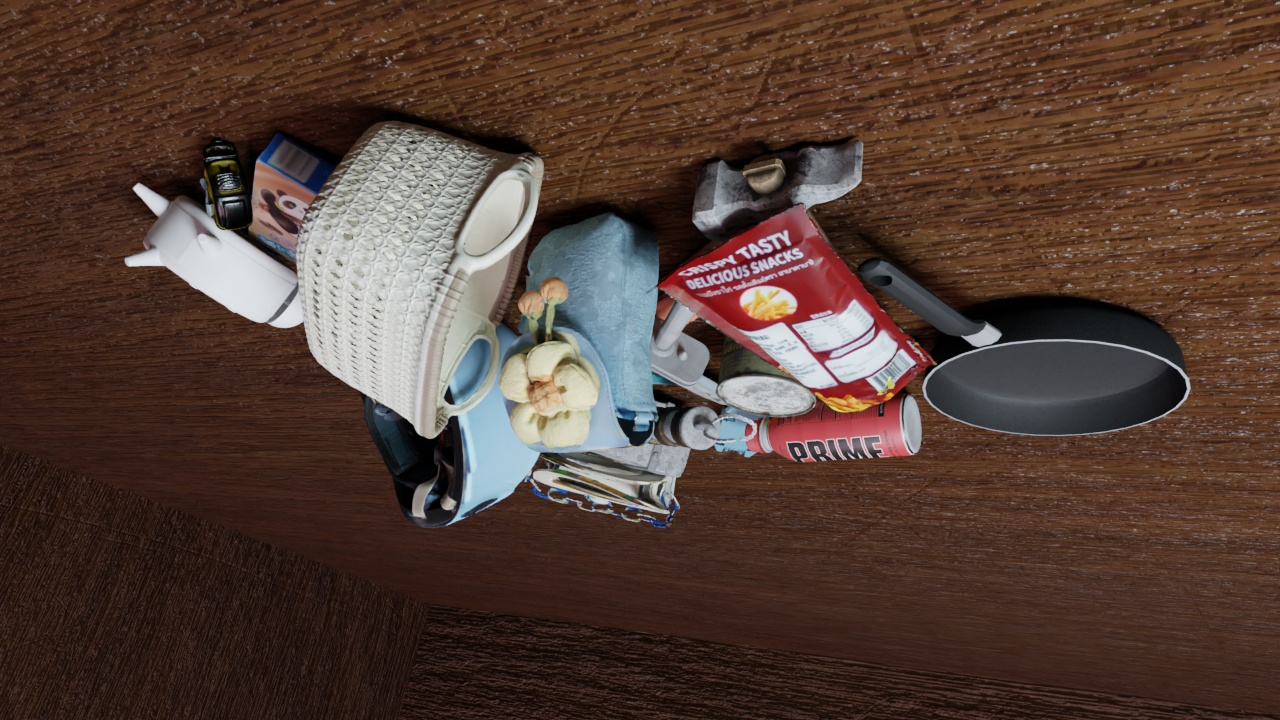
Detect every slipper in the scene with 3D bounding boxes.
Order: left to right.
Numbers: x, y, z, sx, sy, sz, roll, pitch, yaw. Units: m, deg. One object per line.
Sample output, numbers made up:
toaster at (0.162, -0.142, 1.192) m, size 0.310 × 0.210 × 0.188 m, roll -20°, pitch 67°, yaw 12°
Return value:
slipper at (-0.005, 0.005, 0.902) m, size 0.268 × 0.054 × 0.098 m, roll 27°, pitch 174°, yaw -35°

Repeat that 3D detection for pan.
pan at (0.291, -0.016, 0.739) m, size 0.355 × 0.044 × 0.205 m, roll 26°, pitch 152°, yaw -34°

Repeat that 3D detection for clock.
clock at (-0.383, -0.084, 0.836) m, size 0.125 × 0.073 × 0.161 m, roll 33°, pitch 174°, yaw 25°

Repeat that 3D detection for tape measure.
tape measure at (-0.342, -0.138, 0.756) m, size 0.034 × 0.061 × 0.062 m, roll -15°, pitch 156°, yaw -26°

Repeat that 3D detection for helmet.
helmet at (-0.185, 0.044, 0.942) m, size 0.166 × 0.225 × 0.266 m, roll -20°, pitch 174°, yaw -28°

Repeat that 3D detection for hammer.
hammer at (0.011, 0.066, 0.934) m, size 0.177 × 0.079 × 0.327 m, roll 21°, pitch 170°, yaw -19°
hammer at (0.160, -0.062, 0.720) m, size 0.122 × 0.048 × 0.318 m, roll -6°, pitch 152°, yaw 31°

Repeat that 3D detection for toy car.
toy car at (0.117, 0.073, 1.060) m, size 0.060 × 0.027 × 0.108 m, roll 11°, pitch 147°, yaw 2°

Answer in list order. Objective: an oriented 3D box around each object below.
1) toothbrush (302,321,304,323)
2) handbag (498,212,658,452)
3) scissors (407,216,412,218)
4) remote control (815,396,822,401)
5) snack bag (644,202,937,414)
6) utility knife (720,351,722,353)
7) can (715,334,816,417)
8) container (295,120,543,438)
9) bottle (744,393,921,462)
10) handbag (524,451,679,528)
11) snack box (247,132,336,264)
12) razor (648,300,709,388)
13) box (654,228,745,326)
toothbrush at (-0.405, -0.067, 1.014) m, size 0.018 × 0.016 × 0.182 m, roll -2°, pitch 153°, yaw 41°
handbag at (-0.049, -0.021, 0.717) m, size 0.122 × 0.191 × 0.118 m, roll -5°, pitch 166°, yaw 38°
scissors at (-0.217, -0.107, 0.831) m, size 0.175 × 0.014 × 0.142 m, roll 30°, pitch 149°, yaw -26°
remote control at (0.194, 0.048, 0.986) m, size 0.050 × 0.011 × 0.136 m, roll 7°, pitch 156°, yaw 11°
snack bag at (0.118, -0.028, 0.681) m, size 0.139 × 0.066 × 0.207 m, roll -17°, pitch 145°, yaw 40°
utility knife at (0.123, 0.020, 0.953) m, size 0.030 × 0.017 × 0.151 m, roll 3°, pitch 154°, yaw 32°
can at (0.119, 0.000, 0.838) m, size 0.090 × 0.074 × 0.090 m, roll 9°, pitch 156°, yaw 4°
container at (-0.166, -0.063, 0.709) m, size 0.143 × 0.184 × 0.247 m, roll 24°, pitch 148°, yaw -1°
bottle at (0.193, 0.072, 0.946) m, size 0.177 × 0.062 × 0.062 m, roll -8°, pitch 150°, yaw 31°
handbag at (-0.047, 0.152, 1.151) m, size 0.201 × 0.093 × 0.199 m, roll 12°, pitch 180°, yaw 8°
snack box at (-0.285, -0.125, 0.786) m, size 0.087 × 0.034 × 0.152 m, roll 31°, pitch 153°, yaw -13°
razor at (0.030, -0.034, 0.764) m, size 0.088 × 0.047 × 0.116 m, roll 29°, pitch 146°, yaw -2°
box at (0.042, -0.055, 0.786) m, size 0.059 × 0.056 × 0.187 m, roll -13°, pitch 171°, yaw -29°
